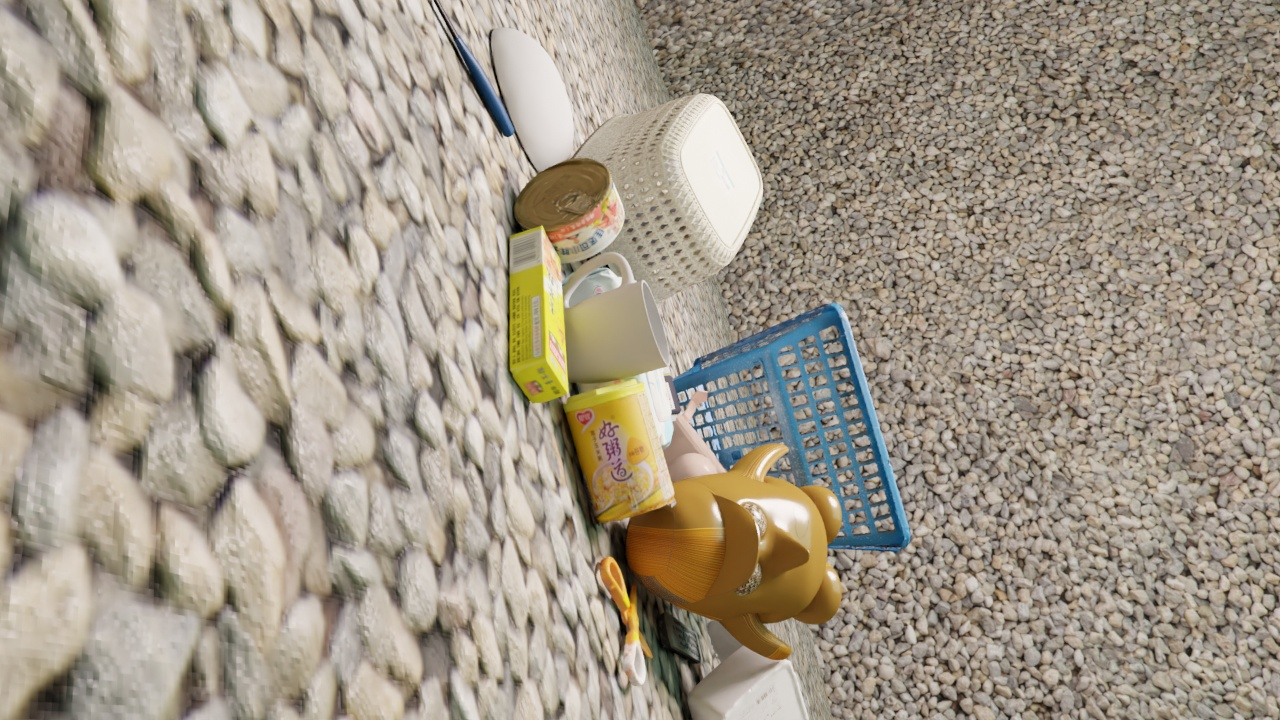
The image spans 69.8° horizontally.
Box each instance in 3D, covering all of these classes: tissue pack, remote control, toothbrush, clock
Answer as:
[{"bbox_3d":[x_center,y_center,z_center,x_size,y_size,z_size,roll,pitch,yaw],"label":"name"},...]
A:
[{"bbox_3d":[-0.017,0.009,0.823,0.112,0.070,0.182,13,62,-80],"label":"tissue pack"},{"bbox_3d":[0.040,0.268,0.881,0.136,0.013,0.033,56,20,-62],"label":"remote control"},{"bbox_3d":[-0.137,-0.243,0.730,0.168,0.014,0.014,62,4,-50],"label":"toothbrush"},{"bbox_3d":[0.061,0.105,0.968,0.131,0.086,0.160,49,11,-38],"label":"clock"}]

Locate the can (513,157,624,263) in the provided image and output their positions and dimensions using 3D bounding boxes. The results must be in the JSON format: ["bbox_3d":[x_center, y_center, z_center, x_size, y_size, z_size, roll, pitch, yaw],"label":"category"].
[{"bbox_3d":[-0.058,-0.124,0.760,0.043,0.086,0.086,63,14,-46],"label":"can"}]

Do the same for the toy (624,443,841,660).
[{"bbox_3d":[0.081,0.163,0.809,0.203,0.163,0.198,14,73,-40],"label":"toy"}]

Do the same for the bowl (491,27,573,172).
[{"bbox_3d":[-0.096,-0.256,0.897,0.149,0.043,0.149,-16,89,-81],"label":"bowl"}]

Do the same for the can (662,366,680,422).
[{"bbox_3d":[-0.005,0.005,0.914,0.064,0.064,0.127,22,53,-78],"label":"can"}]

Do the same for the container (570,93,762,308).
[{"bbox_3d":[0.029,-0.173,0.971,0.184,0.143,0.245,57,33,-23],"label":"container"}]

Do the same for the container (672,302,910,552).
[{"bbox_3d":[0.132,0.100,1.045,0.363,0.089,0.257,153,-78,-67],"label":"container"}]

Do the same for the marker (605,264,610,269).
[{"bbox_3d":[-0.041,-0.153,1.060,0.025,0.025,0.126,-96,173,-47],"label":"marker"}]

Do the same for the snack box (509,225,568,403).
[{"bbox_3d":[-0.077,-0.037,0.681,0.040,0.029,0.147,63,14,-45],"label":"snack box"}]

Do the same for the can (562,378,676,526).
[{"bbox_3d":[-0.017,0.072,0.727,0.067,0.068,0.105,-12,86,-80],"label":"can"}]

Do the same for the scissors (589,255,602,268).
[{"bbox_3d":[-0.063,-0.145,0.997,0.141,0.014,0.174,-90,163,-52],"label":"scissors"}]

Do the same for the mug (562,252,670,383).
[{"bbox_3d":[-0.034,-0.034,0.738,0.071,0.089,0.107,49,27,-68],"label":"mug"}]

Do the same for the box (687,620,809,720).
[{"bbox_3d":[0.089,0.320,0.899,0.137,0.125,0.109,17,-49,50],"label":"box"}]

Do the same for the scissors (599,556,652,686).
[{"bbox_3d":[-0.007,0.208,0.716,0.127,0.011,0.125,-99,170,-48],"label":"scissors"}]

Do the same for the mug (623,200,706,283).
[{"bbox_3d":[0.017,-0.139,1.166,0.083,0.104,0.124,-93,164,-56],"label":"mug"}]
